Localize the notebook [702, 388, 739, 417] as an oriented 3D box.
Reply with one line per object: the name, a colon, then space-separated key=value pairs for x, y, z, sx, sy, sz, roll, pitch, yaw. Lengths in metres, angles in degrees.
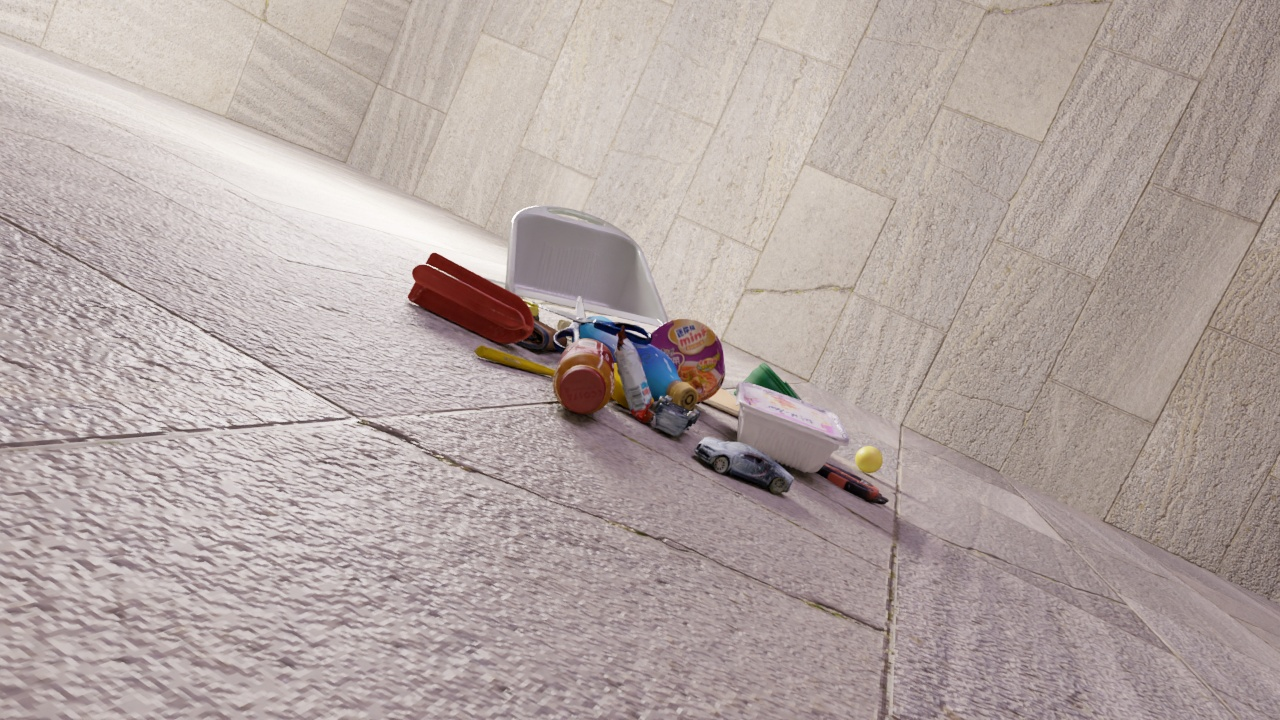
notebook: x=0.093 y=0.046 z=1.421 sx=0.149 sy=0.012 sz=0.211 roll=23 pitch=6 yaw=-12

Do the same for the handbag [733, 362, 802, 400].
handbag: x=0.205 y=0.068 z=1.372 sx=0.120 sy=0.068 sz=0.131 roll=47 pitch=4 yaw=22

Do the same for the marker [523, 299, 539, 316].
marker: x=-0.162 y=-0.076 z=1.141 sx=0.018 sy=0.015 sz=0.124 roll=25 pitch=-1 yaw=-40

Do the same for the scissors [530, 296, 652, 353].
scissors: x=-0.068 y=-0.043 z=1.105 sx=0.176 sy=0.012 sz=0.162 roll=15 pitch=27 yaw=14

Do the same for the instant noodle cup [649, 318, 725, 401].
instant noodle cup: x=0.064 y=0.008 z=1.222 sx=0.111 sy=0.111 sz=0.099 roll=26 pitch=-3 yaw=16

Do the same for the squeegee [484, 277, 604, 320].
squeegee: x=-0.156 y=-0.072 z=1.321 sx=0.246 sy=0.039 sz=0.246 roll=13 pitch=8 yaw=-8

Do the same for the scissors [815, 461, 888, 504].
scissors: x=0.226 y=0.131 z=1.196 sx=0.177 sy=0.015 sz=0.210 roll=22 pitch=7 yaw=-14

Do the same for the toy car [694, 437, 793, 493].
toy car: x=0.102 y=0.100 z=0.900 sx=0.105 sy=0.031 sz=0.049 roll=21 pitch=6 yaw=-19

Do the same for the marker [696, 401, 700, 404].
marker: x=0.030 y=0.030 z=1.290 sx=0.124 sy=0.015 sz=0.018 roll=28 pitch=11 yaw=18

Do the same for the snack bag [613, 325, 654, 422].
snack bag: x=-0.008 y=0.017 z=0.960 sx=0.026 sy=0.105 sz=0.045 roll=-14 pitch=11 yaw=14

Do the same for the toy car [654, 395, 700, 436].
toy car: x=0.037 y=0.060 z=0.972 sx=0.043 sy=0.034 sz=0.090 roll=23 pitch=4 yaw=7

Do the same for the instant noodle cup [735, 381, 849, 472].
instant noodle cup: x=0.175 y=0.084 z=1.122 sx=0.138 sy=0.060 sz=0.173 roll=20 pitch=11 yaw=3

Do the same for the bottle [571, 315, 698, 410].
bottle: x=-0.007 y=0.006 z=1.113 sx=0.065 sy=0.065 sz=0.219 roll=19 pitch=8 yaw=-39

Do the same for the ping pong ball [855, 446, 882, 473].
ping pong ball: x=0.342 y=0.148 z=1.372 sx=0.040 sy=0.040 sz=0.040 roll=24 pitch=6 yaw=-3

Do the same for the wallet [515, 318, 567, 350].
wallet: x=-0.143 y=-0.040 z=1.141 sx=0.090 sy=0.033 sz=0.115 roll=28 pitch=6 yaw=8

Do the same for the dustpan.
dustpan: x=-0.084 y=-0.147 z=1.298 sx=0.222 sy=0.142 sz=0.258 roll=11 pitch=4 yaw=-17

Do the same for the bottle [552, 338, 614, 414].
bottle: x=-0.053 y=0.016 z=0.880 sx=0.057 sy=0.057 sz=0.175 roll=24 pitch=6 yaw=-4

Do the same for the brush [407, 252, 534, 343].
brush: x=-0.186 y=-0.065 z=1.032 sx=0.146 sy=0.063 sz=0.069 roll=27 pitch=-5 yaw=5

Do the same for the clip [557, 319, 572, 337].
clip: x=-0.076 y=-0.039 z=1.385 sx=0.100 sy=0.035 sz=0.076 roll=19 pitch=8 yaw=-10

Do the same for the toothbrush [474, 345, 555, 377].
toothbrush: x=-0.097 y=0.008 z=0.968 sx=0.016 sy=0.016 sz=0.190 roll=28 pitch=7 yaw=41

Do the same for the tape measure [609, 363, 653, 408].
tape measure: x=-0.018 y=0.031 z=1.010 sx=0.057 sy=0.029 sz=0.060 roll=16 pitch=30 yaw=-51
